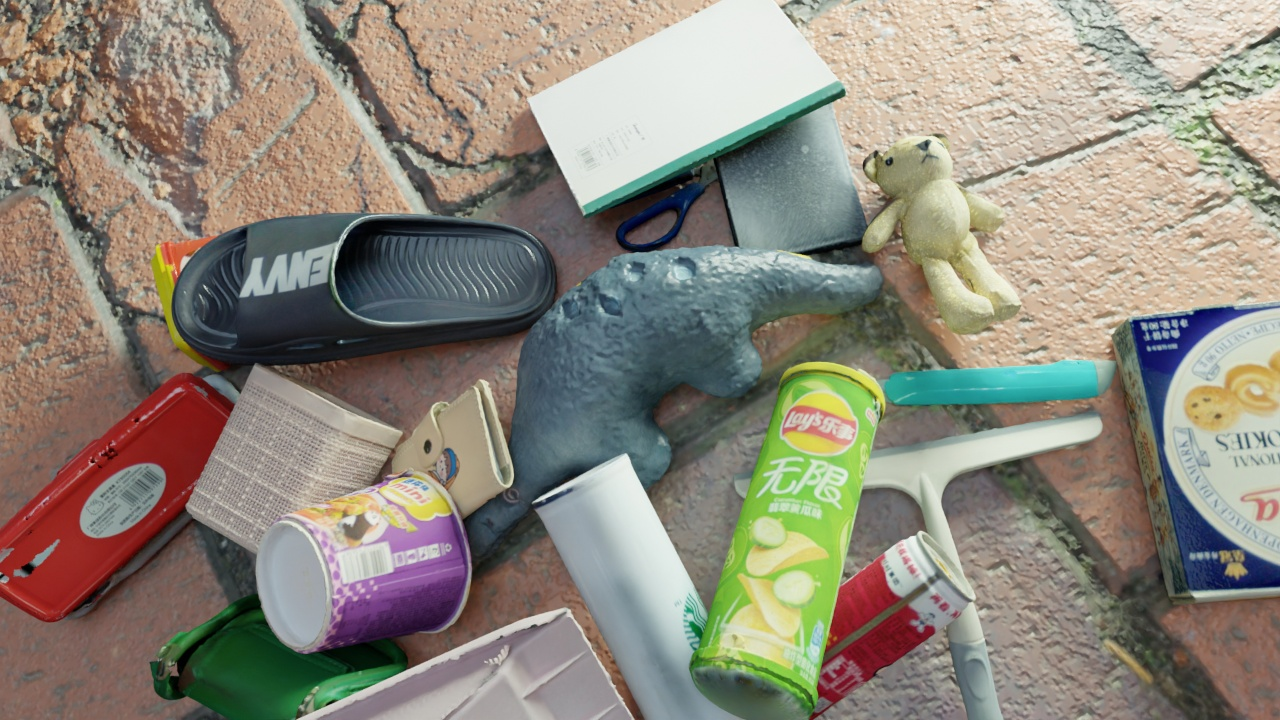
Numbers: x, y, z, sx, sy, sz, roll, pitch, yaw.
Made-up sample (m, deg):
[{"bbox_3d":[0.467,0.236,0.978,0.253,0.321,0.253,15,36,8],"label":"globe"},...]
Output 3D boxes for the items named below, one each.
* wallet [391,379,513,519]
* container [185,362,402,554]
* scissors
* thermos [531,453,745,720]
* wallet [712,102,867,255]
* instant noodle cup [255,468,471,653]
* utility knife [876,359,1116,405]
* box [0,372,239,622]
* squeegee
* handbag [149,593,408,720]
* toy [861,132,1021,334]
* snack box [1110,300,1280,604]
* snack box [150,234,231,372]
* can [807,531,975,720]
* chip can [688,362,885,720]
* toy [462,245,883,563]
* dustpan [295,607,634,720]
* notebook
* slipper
[{"bbox_3d":[-0.135,0.071,0.631,0.115,0.024,0.087,-38,56,35],"label":"wallet"},{"bbox_3d":[-0.242,0.076,0.643,0.090,0.090,0.111,24,82,14],"label":"container"},{"bbox_3d":[0.052,-0.132,0.697,0.173,0.012,0.128,1,73,8],"label":"scissors"},{"bbox_3d":[0.016,0.170,0.563,0.073,0.073,0.224,-28,88,0],"label":"thermos"},{"bbox_3d":[0.108,-0.133,0.678,0.097,0.019,0.120,-13,79,1],"label":"wallet"},{"bbox_3d":[-0.182,0.133,0.589,0.112,0.099,0.111,4,96,39],"label":"instant noodle cup"},{"bbox_3d":[0.239,0.016,0.626,0.161,0.013,0.029,-3,71,11],"label":"utility knife"},{"bbox_3d":[-0.376,0.095,0.680,0.201,0.092,0.094,-44,116,-5],"label":"box"},{"bbox_3d":[0.200,0.167,0.574,0.246,0.039,0.246,-10,73,6],"label":"squeegee"},{"bbox_3d":[-0.225,0.202,0.587,0.131,0.120,0.068,20,84,12],"label":"handbag"},{"bbox_3d":[0.208,-0.089,0.631,0.105,0.066,0.157,-16,66,-2],"label":"toy"},{"bbox_3d":[0.410,0.052,0.571,0.178,0.046,0.182,-6,73,7],"label":"snack box"},{"bbox_3d":[-0.312,-0.049,0.694,0.080,0.082,0.091,-21,74,-8],"label":"snack box"},{"bbox_3d":[0.133,0.162,0.555,0.133,0.053,0.053,-42,72,16],"label":"can"},{"bbox_3d":[0.092,0.104,0.553,0.072,0.073,0.220,15,55,12],"label":"chip can"},{"bbox_3d":[-0.004,0.004,0.633,0.356,0.091,0.138,-37,100,-2],"label":"toy"},{"bbox_3d":[-0.124,0.272,0.539,0.273,0.139,0.222,-30,110,-19],"label":"dustpan"},{"bbox_3d":[0.027,-0.201,0.696,0.209,0.012,0.150,-26,55,1],"label":"notebook"},{"bbox_3d":[-0.190,-0.064,0.644,0.268,0.083,0.110,-5,74,-12],"label":"slipper"}]
